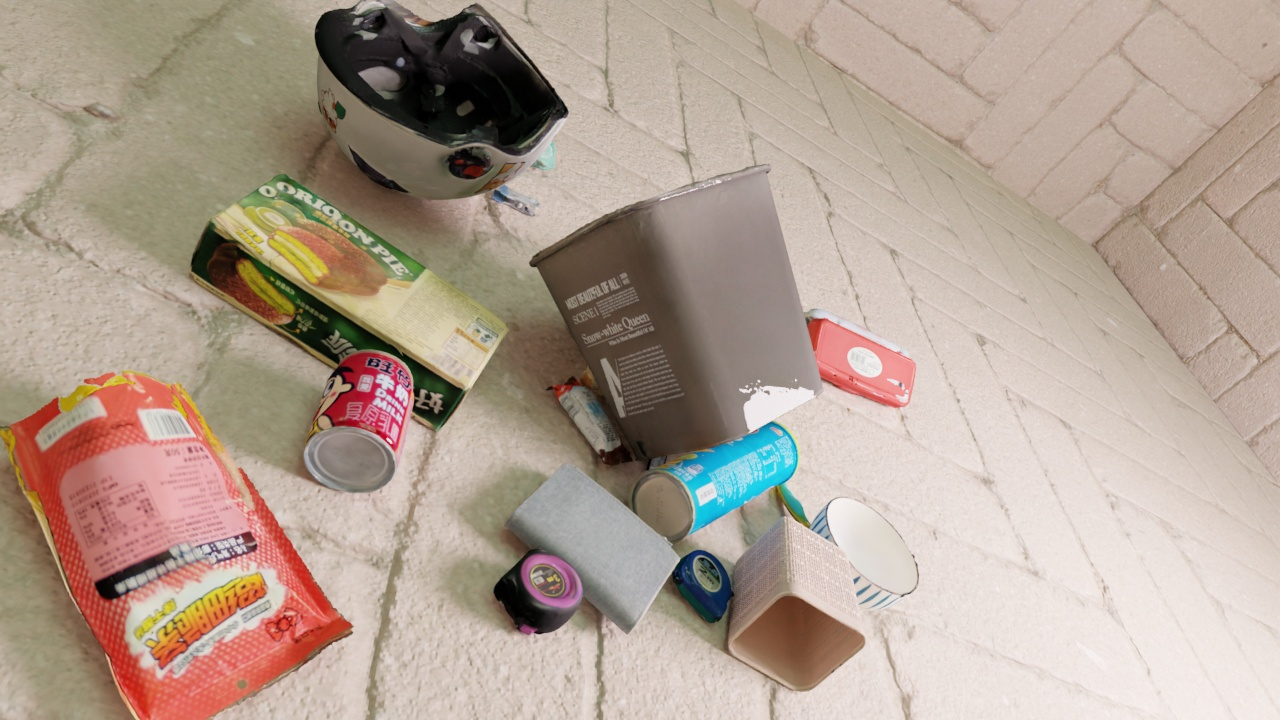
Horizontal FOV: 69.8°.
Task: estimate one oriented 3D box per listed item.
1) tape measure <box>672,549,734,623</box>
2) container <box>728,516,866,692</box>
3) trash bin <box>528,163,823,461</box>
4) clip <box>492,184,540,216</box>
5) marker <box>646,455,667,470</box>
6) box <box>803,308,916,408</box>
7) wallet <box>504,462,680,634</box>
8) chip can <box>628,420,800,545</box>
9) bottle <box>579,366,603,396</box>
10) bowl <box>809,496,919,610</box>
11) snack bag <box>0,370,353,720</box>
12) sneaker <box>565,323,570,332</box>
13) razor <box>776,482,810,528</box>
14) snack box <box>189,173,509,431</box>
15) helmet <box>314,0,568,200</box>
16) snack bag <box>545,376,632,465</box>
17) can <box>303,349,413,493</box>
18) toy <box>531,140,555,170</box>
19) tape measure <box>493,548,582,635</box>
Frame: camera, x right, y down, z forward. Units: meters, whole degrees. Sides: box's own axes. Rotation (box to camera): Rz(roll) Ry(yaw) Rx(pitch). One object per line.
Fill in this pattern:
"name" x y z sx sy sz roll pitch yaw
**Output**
"tape measure" 0.054 0.194 0.801 0.058 0.025 0.054 48 30 -3
"container" 0.134 0.209 0.809 0.090 0.090 0.110 32 29 -12
"trash bin" 0.042 -0.039 0.856 0.198 0.200 0.220 -22 93 -37
"clip" -0.147 -0.191 1.096 0.058 0.037 0.026 26 31 -23
"marker" 0.019 0.090 0.913 0.018 0.015 0.123 33 34 -9
"box" 0.285 0.000 1.287 0.201 0.100 0.094 21 77 -29
"wallet" -0.037 0.150 0.752 0.130 0.037 0.106 40 30 5
"chip can" 0.077 0.113 0.887 0.071 0.071 0.209 50 33 18
"bottle" -0.006 0.006 0.955 0.149 0.067 0.066 -17 61 -46
"bowl" 0.212 0.202 0.919 0.116 0.066 0.116 27 32 -19
"snack bag" -0.275 0.106 0.539 0.208 0.073 0.128 53 38 12
"sneaker" 0.005 -0.089 1.054 0.089 0.091 0.241 45 31 7
"razor" 0.161 0.133 0.990 0.043 0.028 0.132 57 15 -36
"snack box" -0.238 -0.051 0.775 0.240 0.063 0.114 33 31 -9
"helmet" -0.222 -0.258 0.972 0.273 0.157 0.230 -23 67 -44
"snack bag" -0.047 0.056 0.872 0.105 0.026 0.045 53 25 19
"can" -0.206 0.043 0.682 0.066 0.067 0.093 26 34 -21
"toy" -0.152 -0.270 1.185 0.091 0.030 0.096 16 45 -25
"tape measure" -0.074 0.173 0.681 0.058 0.039 0.056 37 31 6
